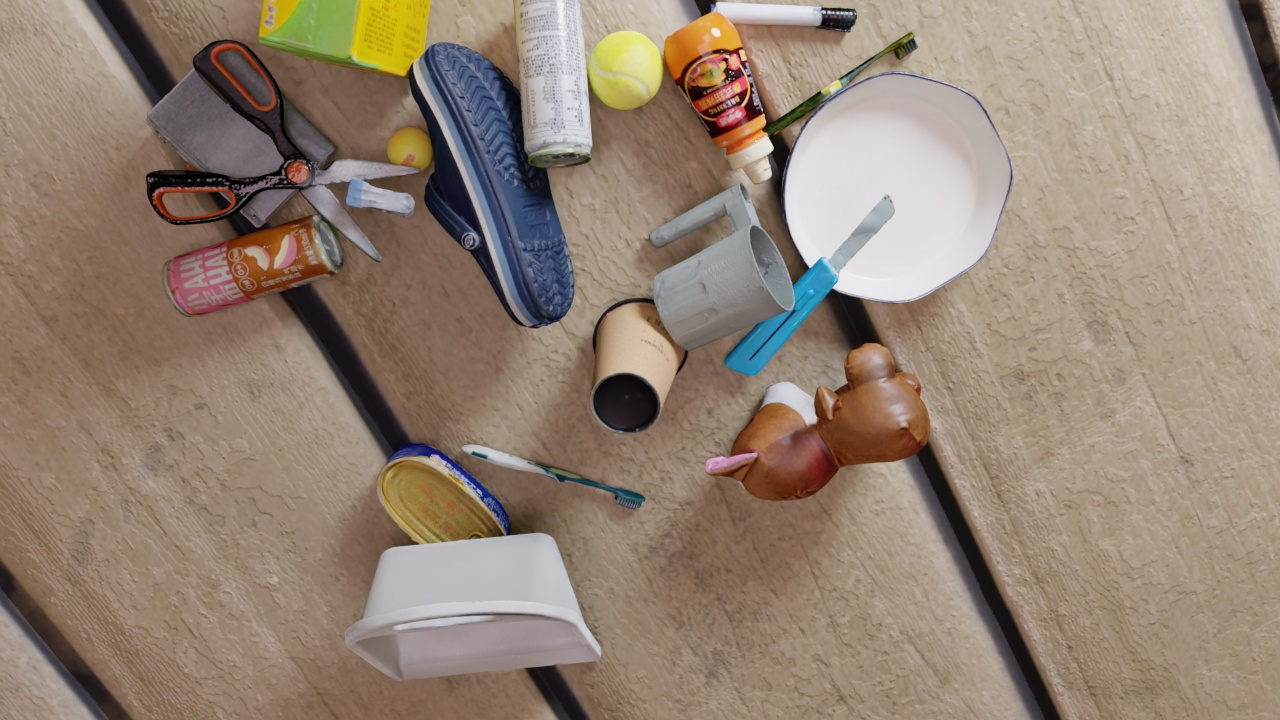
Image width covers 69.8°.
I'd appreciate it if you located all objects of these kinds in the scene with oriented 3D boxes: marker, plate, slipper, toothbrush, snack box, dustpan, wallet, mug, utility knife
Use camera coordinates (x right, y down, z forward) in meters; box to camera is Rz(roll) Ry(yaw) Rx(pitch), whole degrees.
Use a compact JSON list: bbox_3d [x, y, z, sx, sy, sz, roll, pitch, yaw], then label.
[{"bbox_3d":[0.125,-0.302,0.808,0.130,0.018,0.023,0,115,-2],"label":"marker"},{"bbox_3d":[0.229,-0.156,0.838,0.205,0.045,0.205,0,105,-1],"label":"plate"},{"bbox_3d":[-0.135,-0.147,0.806,0.095,0.104,0.253,-16,103,25],"label":"slipper"},{"bbox_3d":[0.168,-0.238,0.830,0.186,0.012,0.017,-33,115,7],"label":"toothbrush"},{"bbox_3d":[-0.210,-0.302,0.697,0.070,0.210,0.158,12,103,-4],"label":"snack box"},{"bbox_3d":[-0.087,0.116,0.918,0.191,0.016,0.018,17,114,-7],"label":"toothbrush"},{"bbox_3d":[-0.155,0.264,0.851,0.222,0.142,0.258,-5,124,-1],"label":"dustpan"},{"bbox_3d":[-0.353,-0.196,0.811,0.106,0.037,0.129,-45,102,-1],"label":"wallet"},{"bbox_3d":[0.068,-0.082,0.828,0.104,0.083,0.124,-24,78,26],"label":"mug"},{"bbox_3d":[0.154,-0.064,0.835,0.034,0.018,0.224,37,121,-3],"label":"utility knife"}]

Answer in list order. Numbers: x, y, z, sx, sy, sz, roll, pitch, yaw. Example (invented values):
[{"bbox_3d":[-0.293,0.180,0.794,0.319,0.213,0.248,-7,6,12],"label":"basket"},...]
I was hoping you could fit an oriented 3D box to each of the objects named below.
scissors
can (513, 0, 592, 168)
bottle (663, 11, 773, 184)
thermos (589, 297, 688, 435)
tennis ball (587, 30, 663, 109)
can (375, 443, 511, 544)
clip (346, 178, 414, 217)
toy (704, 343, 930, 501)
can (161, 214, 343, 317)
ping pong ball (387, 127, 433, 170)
[{"bbox_3d":[-0.313,-0.168,0.786,0.232,0.021,0.221,-23,98,-3],"label":"scissors"},{"bbox_3d":[-0.074,-0.242,0.779,0.058,0.058,0.146,-5,91,-1],"label":"can"},{"bbox_3d":[0.076,-0.223,0.801,0.067,0.066,0.149,-27,104,5],"label":"bottle"},{"bbox_3d":[-0.005,0.005,0.830,0.093,0.143,0.093,3,116,5],"label":"thermos"},{"bbox_3d":[-0.013,-0.250,0.792,0.065,0.065,0.065,-1,105,-2],"label":"tennis ball"},{"bbox_3d":[-0.191,0.146,0.904,0.148,0.049,0.075,43,100,-12],"label":"can"},{"bbox_3d":[-0.221,-0.137,0.782,0.058,0.036,0.025,14,88,-12],"label":"clip"},{"bbox_3d":[0.164,0.064,0.861,0.200,0.130,0.140,-36,142,18],"label":"toy"},{"bbox_3d":[-0.349,-0.085,0.830,0.147,0.058,0.058,-16,105,2],"label":"can"},{"bbox_3d":[-0.205,-0.187,0.816,0.040,0.040,0.040,-1,105,-2],"label":"ping pong ball"}]
